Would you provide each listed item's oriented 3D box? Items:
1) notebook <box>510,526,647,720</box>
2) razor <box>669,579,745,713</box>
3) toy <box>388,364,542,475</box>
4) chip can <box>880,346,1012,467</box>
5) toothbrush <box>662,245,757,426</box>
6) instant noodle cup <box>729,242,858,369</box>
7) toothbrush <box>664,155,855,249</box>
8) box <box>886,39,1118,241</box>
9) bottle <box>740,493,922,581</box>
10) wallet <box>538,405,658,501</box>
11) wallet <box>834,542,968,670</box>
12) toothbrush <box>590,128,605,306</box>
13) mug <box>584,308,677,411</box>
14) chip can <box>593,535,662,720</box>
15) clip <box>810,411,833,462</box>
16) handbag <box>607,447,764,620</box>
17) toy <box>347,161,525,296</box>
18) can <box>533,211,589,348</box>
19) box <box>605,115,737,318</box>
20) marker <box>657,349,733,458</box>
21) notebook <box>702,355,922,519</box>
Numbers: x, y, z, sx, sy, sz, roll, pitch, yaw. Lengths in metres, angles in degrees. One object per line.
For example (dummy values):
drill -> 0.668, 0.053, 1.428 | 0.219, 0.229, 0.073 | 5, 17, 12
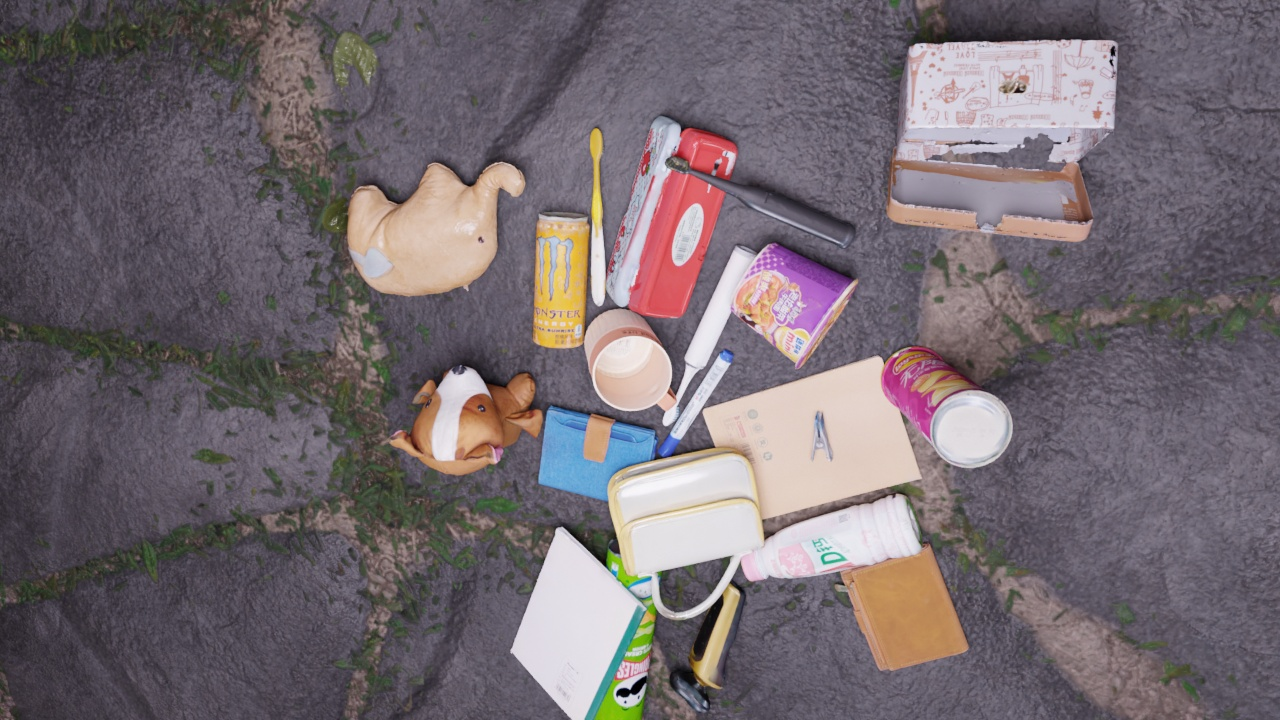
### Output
notebook -> -0.080, 0.324, 1.098 | 0.150, 0.012, 0.209 | 38, 120, 30
razor -> 0.083, 0.336, 1.092 | 0.067, 0.062, 0.167 | 13, 104, -22
toy -> -0.186, 0.061, 1.007 | 0.140, 0.199, 0.130 | 2, 108, 11
chip can -> 0.288, 0.039, 0.880 | 0.071, 0.210, 0.071 | 1, 101, 3
toothbrush -> 0.072, -0.023, 1.015 | 0.027, 0.026, 0.221 | 34, 111, 30
instant noodle cup -> 0.153, -0.061, 0.949 | 0.099, 0.111, 0.112 | 33, 109, 11
toothbrush -> 0.122, -0.162, 0.927 | 0.212, 0.027, 0.026 | 20, 82, -16
box -> 0.324, -0.188, 0.852 | 0.182, 0.150, 0.168 | 4, 88, 12
bottle -> 0.208, 0.204, 1.023 | 0.197, 0.068, 0.068 | -19, 99, 21
wallet -> -0.051, 0.114, 1.075 | 0.133, 0.040, 0.106 | 13, 111, 9
wallet -> 0.291, 0.283, 1.038 | 0.119, 0.035, 0.130 | -20, 97, 17
toothbrush -> -0.045, -0.155, 1.001 | 0.016, 0.018, 0.191 | 2, 97, 20
mug -> -0.006, 0.006, 0.993 | 0.082, 0.106, 0.114 | -45, 111, 8
chip can -> -0.018, 0.328, 1.103 | 0.072, 0.072, 0.236 | 10, 105, 10
clip -> 0.199, 0.085, 1.005 | 0.028, 0.024, 0.057 | -2, 107, 17
handbag -> 0.056, 0.196, 1.014 | 0.163, 0.063, 0.179 | -12, 93, -1
toy -> -0.220, -0.146, 1.024 | 0.226, 0.082, 0.143 | -14, 109, 14
can -> -0.088, -0.089, 1.019 | 0.058, 0.058, 0.146 | 7, 105, 11
box -> 0.017, -0.154, 0.980 | 0.099, 0.095, 0.202 | 33, 112, 42
marker -> 0.063, 0.050, 1.041 | 0.017, 0.016, 0.146 | 32, 109, 3
notebook -> 0.190, 0.092, 1.027 | 0.208, 0.008, 0.148 | -18, 99, 17
